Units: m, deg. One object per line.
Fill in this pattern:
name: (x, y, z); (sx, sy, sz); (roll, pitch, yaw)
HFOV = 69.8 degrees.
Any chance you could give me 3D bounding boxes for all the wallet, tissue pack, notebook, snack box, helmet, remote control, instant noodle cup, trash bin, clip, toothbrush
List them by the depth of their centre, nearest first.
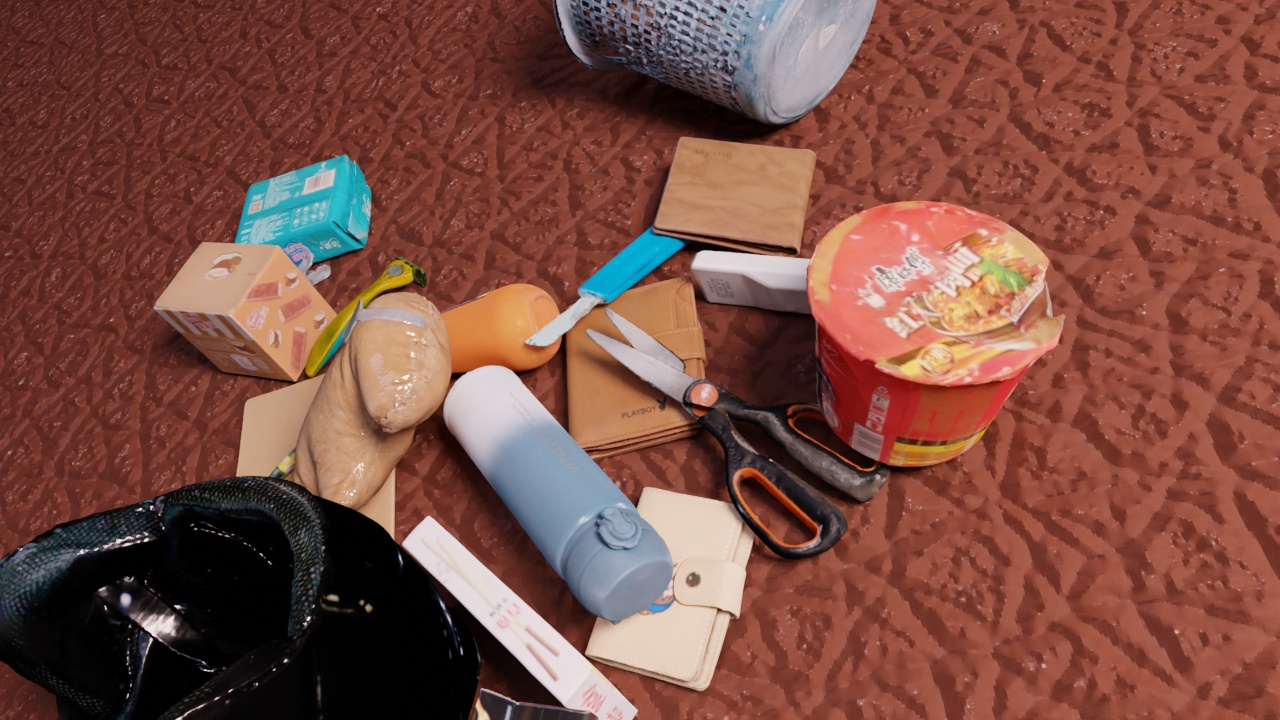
snack box: (-0.045, 0.240, 0.461); (0.053, 0.126, 0.113); (-2, 56, 21)
helmet: (-0.219, 0.202, 0.497); (0.234, 0.230, 0.274); (22, 84, 44)
instant noodle cup: (0.162, -0.010, 0.546); (0.138, 0.109, 0.137); (-2, 52, 2)
snack box: (-0.074, 0.160, 0.554); (0.157, 0.085, 0.026); (31, 70, 35)
wallet: (0.023, 0.138, 0.570); (0.087, 0.024, 0.115); (8, 59, 25)
remote control: (0.100, -0.053, 0.654); (0.125, 0.049, 0.024); (9, 64, 27)
wallet: (-0.004, 0.004, 0.670); (0.108, 0.031, 0.131); (-14, 54, 15)
wallet: (0.075, -0.131, 0.720); (0.115, 0.020, 0.101); (10, 59, 8)
notebook: (-0.258, 0.095, 0.723); (0.148, 0.008, 0.207); (-18, 52, 10)
toothbrush: (-0.275, 0.074, 0.731); (0.185, 0.012, 0.017); (-47, 42, -12)
trash bin: (0.073, -0.301, 0.750); (0.226, 0.227, 0.195); (-45, 65, -11)
snack box: (-0.338, -0.043, 0.794); (0.093, 0.094, 0.076); (6, 56, 26)
clip: (-0.318, -0.075, 0.861); (0.056, 0.026, 0.024); (-42, 48, 8)
tissue pack: (-0.326, -0.137, 0.884); (0.134, 0.050, 0.093); (-13, 55, 14)

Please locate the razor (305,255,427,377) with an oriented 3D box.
razor: (-0.243, -0.038, 0.794); (0.043, 0.028, 0.132); (30, 69, 31)

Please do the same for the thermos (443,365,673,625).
thermos: (-0.058, 0.080, 0.598); (0.070, 0.070, 0.220); (-41, 44, -8)

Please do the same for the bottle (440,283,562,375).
bottle: (-0.137, -0.016, 0.721); (0.150, 0.067, 0.066); (-11, 53, 24)

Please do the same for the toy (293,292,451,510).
toy: (-0.209, 0.050, 0.670); (0.226, 0.082, 0.143); (-52, 20, 26)

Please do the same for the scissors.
scissors: (0.044, 0.042, 0.596); (0.234, 0.022, 0.160); (13, 63, 14)

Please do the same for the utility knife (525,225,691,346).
utility knife: (-0.010, -0.071, 0.703); (0.034, 0.018, 0.202); (33, 60, 30)
